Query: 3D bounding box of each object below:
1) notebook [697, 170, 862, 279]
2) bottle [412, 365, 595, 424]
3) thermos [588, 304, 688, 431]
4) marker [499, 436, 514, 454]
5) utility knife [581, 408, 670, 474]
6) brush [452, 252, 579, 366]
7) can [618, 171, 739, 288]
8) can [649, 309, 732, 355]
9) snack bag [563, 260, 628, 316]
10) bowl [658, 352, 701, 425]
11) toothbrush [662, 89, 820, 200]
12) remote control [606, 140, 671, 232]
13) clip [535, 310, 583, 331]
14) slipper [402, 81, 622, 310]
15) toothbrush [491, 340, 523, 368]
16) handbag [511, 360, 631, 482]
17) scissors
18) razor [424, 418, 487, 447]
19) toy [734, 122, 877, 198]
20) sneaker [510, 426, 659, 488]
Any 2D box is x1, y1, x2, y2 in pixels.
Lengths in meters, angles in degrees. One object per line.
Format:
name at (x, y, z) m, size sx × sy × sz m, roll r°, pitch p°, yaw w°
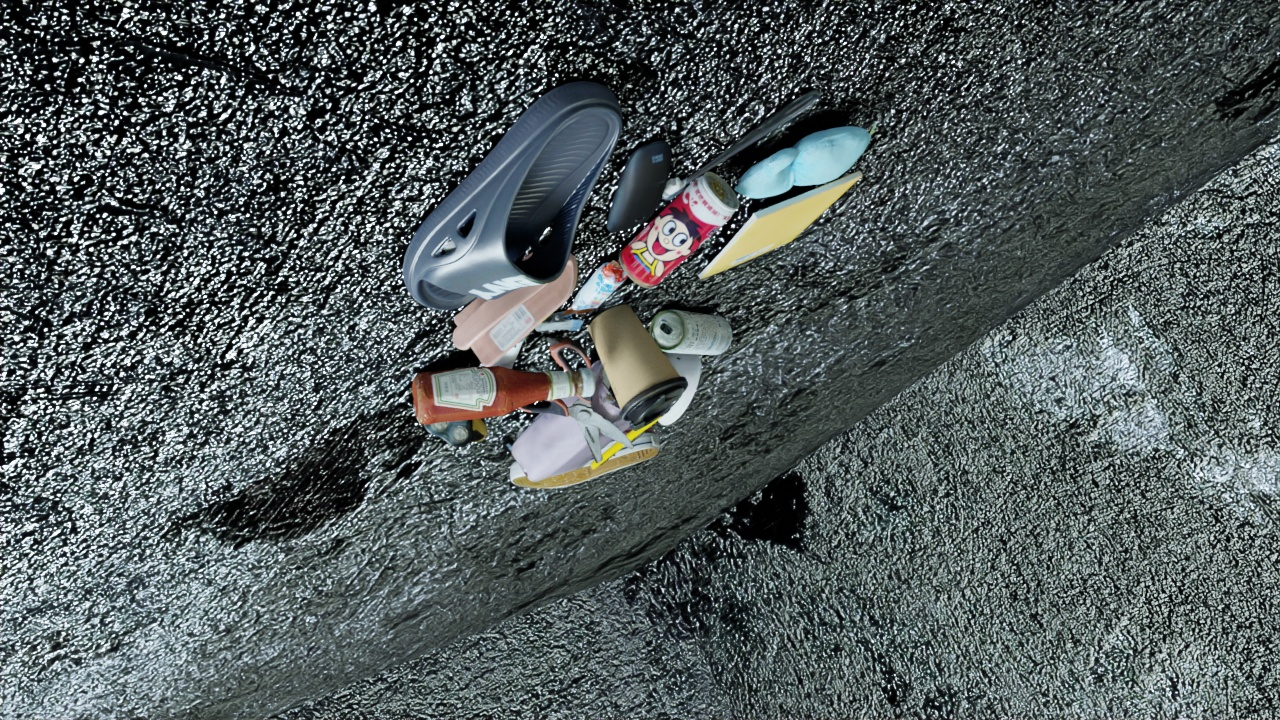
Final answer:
notebook at (0.161, -0.157, 1.095) m, size 0.145 × 0.010 × 0.207 m, roll -24°, pitch 173°, yaw -17°
bottle at (-0.153, 0.034, 1.046) m, size 0.205 × 0.059 × 0.060 m, roll -5°, pitch 155°, yaw -20°
thermos at (-0.007, 0.007, 1.132) m, size 0.093 × 0.143 × 0.093 m, roll -27°, pitch 163°, yaw -9°
marker at (-0.195, 0.136, 1.416) m, size 0.018 × 0.015 × 0.124 m, roll -34°, pitch 161°, yaw -3°
utility knife at (-0.024, 0.121, 1.339) m, size 0.178 × 0.015 × 0.033 m, roll -39°, pitch 174°, yaw 14°
brush at (-0.120, -0.058, 0.909) m, size 0.146 × 0.063 × 0.073 m, roll -37°, pitch 171°, yaw 22°
can at (0.039, -0.135, 0.959) m, size 0.133 × 0.053 × 0.053 m, roll -40°, pitch 160°, yaw 31°
can at (0.072, -0.038, 1.273) m, size 0.058 × 0.058 × 0.146 m, roll -38°, pitch 160°, yaw 25°
snack bag at (-0.045, -0.081, 1.022) m, size 0.045 × 0.026 × 0.106 m, roll -15°, pitch 160°, yaw -46°
bowl at (0.031, 0.030, 1.366) m, size 0.064 × 0.118 × 0.119 m, roll 25°, pitch 136°, yaw -20°
toothbrush at (0.096, -0.212, 0.898) m, size 0.181 × 0.015 × 0.018 m, roll -32°, pitch 154°, yaw 10°
remote control at (0.000, -0.159, 0.879) m, size 0.053 × 0.024 × 0.137 m, roll -23°, pitch 162°, yaw -22°
clip at (-0.096, -0.045, 1.058) m, size 0.058 × 0.044 × 0.027 m, roll -8°, pitch 157°, yaw -31°
slipper at (-0.103, -0.111, 0.762) m, size 0.110 × 0.083 × 0.269 m, roll -4°, pitch 148°, yaw -50°
toothbrush at (-0.158, -0.004, 1.064) m, size 0.026 × 0.026 × 0.222 m, roll 3°, pitch 152°, yaw -19°
handbag at (-0.075, 0.079, 1.296) m, size 0.197 × 0.098 × 0.144 m, roll -41°, pitch 171°, yaw 29°
scissors at (-0.087, 0.054, 1.175) m, size 0.224 × 0.015 × 0.189 m, roll 13°, pitch 126°, yaw -17°
razor at (-0.222, 0.083, 1.153) m, size 0.062 × 0.067 × 0.167 m, roll -28°, pitch 169°, yaw -3°
toy at (0.177, -0.210, 0.965) m, size 0.156 × 0.050 × 0.161 m, roll -23°, pitch 176°, yaw 16°
sneaker at (-0.093, 0.136, 1.457) m, size 0.241 × 0.087 × 0.118 m, roll -15°, pitch 155°, yaw -5°
